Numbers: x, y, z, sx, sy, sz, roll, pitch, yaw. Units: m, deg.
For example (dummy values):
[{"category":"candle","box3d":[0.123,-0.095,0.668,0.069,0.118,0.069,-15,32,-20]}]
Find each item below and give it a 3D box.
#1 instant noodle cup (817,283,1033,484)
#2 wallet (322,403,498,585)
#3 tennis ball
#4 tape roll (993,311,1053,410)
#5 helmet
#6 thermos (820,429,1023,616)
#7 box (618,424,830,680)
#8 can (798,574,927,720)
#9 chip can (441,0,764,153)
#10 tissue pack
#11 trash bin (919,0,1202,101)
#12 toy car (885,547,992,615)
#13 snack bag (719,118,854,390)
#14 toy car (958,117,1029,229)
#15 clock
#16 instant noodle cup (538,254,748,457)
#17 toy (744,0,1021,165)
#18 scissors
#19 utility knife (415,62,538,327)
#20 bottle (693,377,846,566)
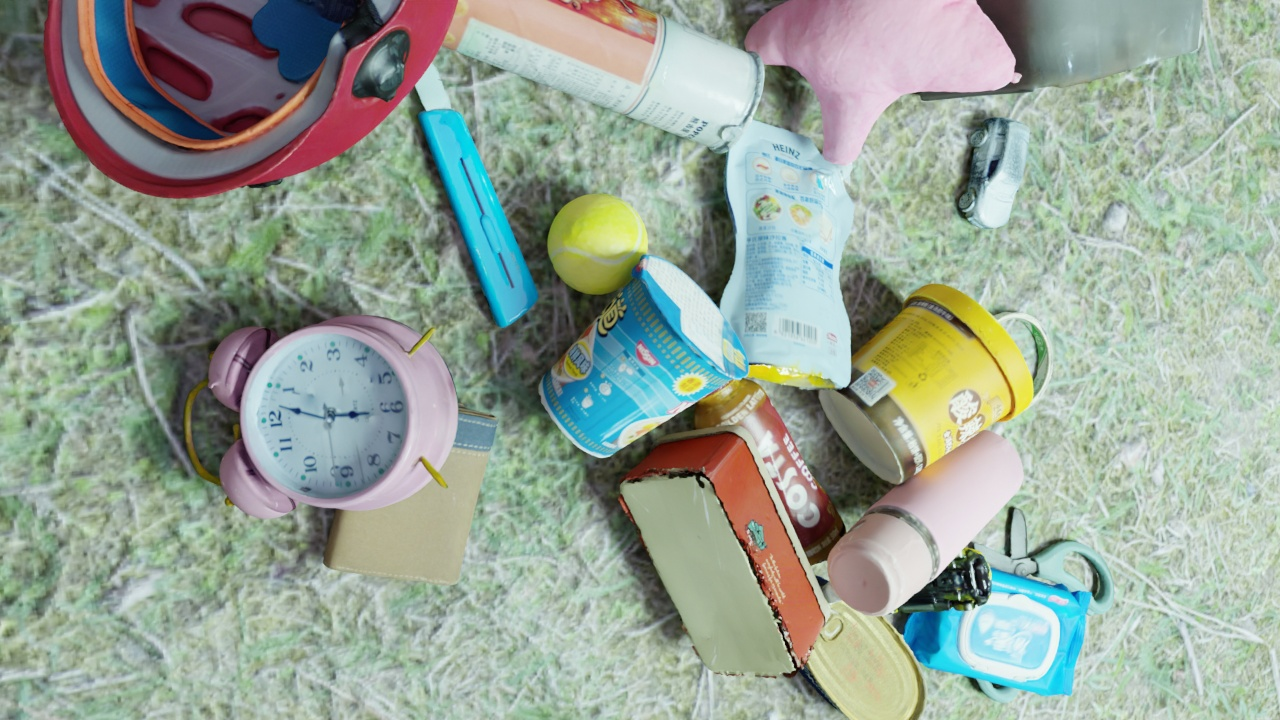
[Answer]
[{"category":"instant noodle cup","box3d":[0.206,0.022,0.684,0.114,0.118,0.118,-35,107,-8]},{"category":"wallet","box3d":[-0.146,0.081,0.586,0.090,0.033,0.115,12,91,-20]},{"category":"tennis ball","box3d":[-0.028,-0.076,0.601,0.065,0.065,0.065,-2,96,-22]},{"category":"tape roll","box3d":[0.313,0.002,0.777,0.085,0.014,0.086,-2,96,-23]},{"category":"helmet","box3d":[-0.186,-0.199,0.475,0.207,0.143,0.240,27,105,14]},{"category":"thermos","box3d":[0.209,0.123,0.689,0.198,0.087,0.067,-28,75,-40]},{"category":"box","box3d":[0.053,0.138,0.632,0.077,0.092,0.168,-41,111,-47]},{"category":"can","box3d":[0.163,0.231,0.718,0.074,0.049,0.148,-44,109,-13]},{"category":"chip can","box3d":[-0.030,-0.200,0.585,0.214,0.071,0.071,14,89,-23]},{"category":"tissue pack","box3d":[0.296,0.219,0.754,0.157,0.052,0.095,16,90,-7]},{"category":"trash bin","box3d":[0.284,-0.312,0.647,0.198,0.199,0.220,-20,109,-20]},{"category":"toy car","box3d":[0.221,0.171,0.721,0.032,0.105,0.048,-7,86,-65]},{"category":"snack bag","box3d":[0.106,-0.078,0.654,0.110,0.039,0.190,8,73,-16]},{"category":"toy car","box3d":[0.289,-0.152,0.743,0.043,0.034,0.090,11,92,-26]},{"category":"clock","box3d":[-0.189,0.033,0.532,0.158,0.059,0.117,-6,89,7]},{"category":"instant noodle cup","box3d":[-0.004,0.003,0.591,0.110,0.099,0.099,-40,112,22]},{"category":"toy","box3d":[0.168,-0.221,0.615,0.178,0.074,0.195,34,124,10]},{"category":"scissors","box3d":[0.357,0.214,0.812,0.179,0.019,0.170,2,91,-20]},{"category":"utility knife","box3d":[-0.110,-0.109,0.590,0.034,0.018,0.179,-25,103,-18]},{"category":"bottle","box3d":[0.086,0.070,0.666,0.057,0.057,0.175,-38,108,-15]}]
